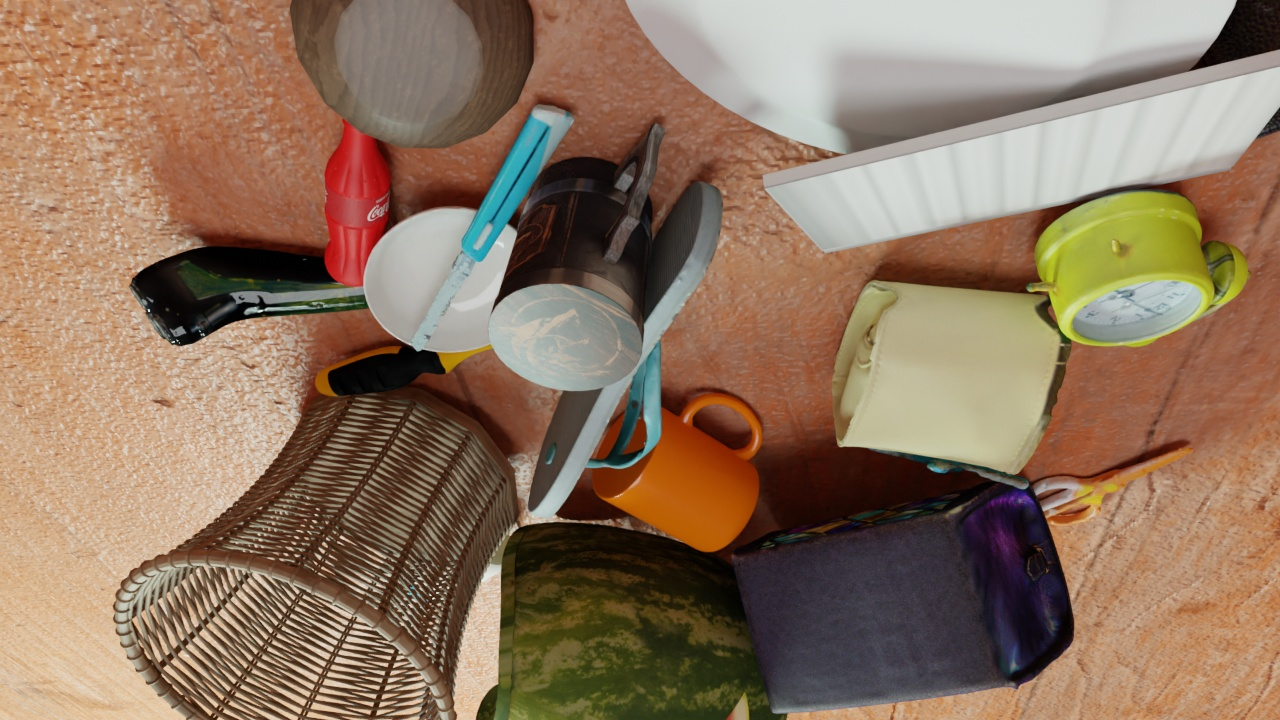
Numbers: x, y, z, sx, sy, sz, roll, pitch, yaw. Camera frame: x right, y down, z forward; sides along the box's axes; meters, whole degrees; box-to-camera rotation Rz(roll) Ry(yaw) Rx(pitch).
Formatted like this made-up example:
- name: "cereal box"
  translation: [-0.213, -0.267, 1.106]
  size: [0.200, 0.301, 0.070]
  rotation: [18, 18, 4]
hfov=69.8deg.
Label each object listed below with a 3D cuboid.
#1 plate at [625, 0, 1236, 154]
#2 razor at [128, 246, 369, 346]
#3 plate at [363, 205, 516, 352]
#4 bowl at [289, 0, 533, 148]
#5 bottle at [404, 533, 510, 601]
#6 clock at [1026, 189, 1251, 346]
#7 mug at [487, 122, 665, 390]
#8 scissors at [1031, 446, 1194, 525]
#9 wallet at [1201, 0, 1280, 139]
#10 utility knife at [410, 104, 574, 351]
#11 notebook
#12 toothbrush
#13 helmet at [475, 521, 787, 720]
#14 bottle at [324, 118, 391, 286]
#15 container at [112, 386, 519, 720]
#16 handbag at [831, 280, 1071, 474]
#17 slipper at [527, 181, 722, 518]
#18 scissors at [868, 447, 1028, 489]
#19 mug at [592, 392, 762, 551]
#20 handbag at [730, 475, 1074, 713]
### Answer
- name: "plate"
  translation: [0.101, -0.143, 0.372]
  size: [0.242, 0.016, 0.243]
  rotation: [15, 163, 5]
- name: "razor"
  translation: [-0.238, -0.039, 0.579]
  size: [0.151, 0.067, 0.054]
  rotation: [-1, 142, -3]
- name: "plate"
  translation: [-0.115, -0.053, 0.561]
  size: [0.104, 0.026, 0.104]
  rotation: [-8, 130, -10]
- name: "bowl"
  translation: [-0.109, -0.151, 0.440]
  size: [0.118, 0.030, 0.118]
  rotation: [-3, 129, -4]
- name: "bottle"
  translation: [-0.174, 0.188, 0.830]
  size: [0.051, 0.051, 0.147]
  rotation: [34, 132, -27]
- name: "clock"
  translation: [0.274, -0.046, 0.503]
  size: [0.119, 0.057, 0.083]
  rotation: [14, 148, -24]
- name: "mug"
  translation: [-0.024, -0.059, 0.493]
  size: [0.080, 0.107, 0.116]
  rotation: [27, 134, -21]
- name: "scissors"
  translation: [0.346, 0.089, 0.682]
  size: [0.064, 0.013, 0.128]
  rotation: [28, 135, -23]
- name: "wallet"
  translation: [0.310, -0.159, 0.398]
  size: [0.120, 0.031, 0.099]
  rotation: [-24, 128, 33]
- name: "utility knife"
  translation: [-0.090, -0.070, 0.529]
  size: [0.022, 0.015, 0.181]
  rotation: [21, 123, -23]
- name: "notebook"
  translation: [0.178, -0.091, 0.441]
  size: [0.210, 0.009, 0.142]
  rotation: [-10, 171, 21]
- name: "toothbrush"
  translation: [-0.139, -0.002, 0.631]
  size: [0.197, 0.030, 0.031]
  rotation: [-12, 118, 16]
- name: "helmet"
  translation: [0.001, 0.250, 0.736]
  size: [0.247, 0.243, 0.213]
  rotation: [8, 101, -13]
- name: "bottle"
  translation: [-0.162, -0.094, 0.526]
  size: [0.036, 0.036, 0.119]
  rotation: [13, 138, -7]
- name: "container"
  translation: [-0.205, 0.147, 0.652]
  size: [0.227, 0.195, 0.227]
  rotation: [7, 127, 10]
- name: "handbag"
  translation: [0.188, 0.006, 0.563]
  size: [0.119, 0.081, 0.111]
  rotation: [8, 131, 1]
- name: "slipper"
  translation: [-0.003, 0.003, 0.579]
  size: [0.054, 0.098, 0.270]
  rotation: [17, 129, -17]
- name: "scissors"
  translation: [0.214, 0.071, 0.635]
  size: [0.137, 0.011, 0.134]
  rotation: [11, 180, -35]
- name: "mug"
  translation: [0.036, 0.072, 0.665]
  size: [0.096, 0.077, 0.113]
  rotation: [32, 104, -26]
- name: "handbag"
  translation: [0.194, 0.170, 0.684]
  size: [0.205, 0.125, 0.221]
  rotation: [-20, 168, 30]
